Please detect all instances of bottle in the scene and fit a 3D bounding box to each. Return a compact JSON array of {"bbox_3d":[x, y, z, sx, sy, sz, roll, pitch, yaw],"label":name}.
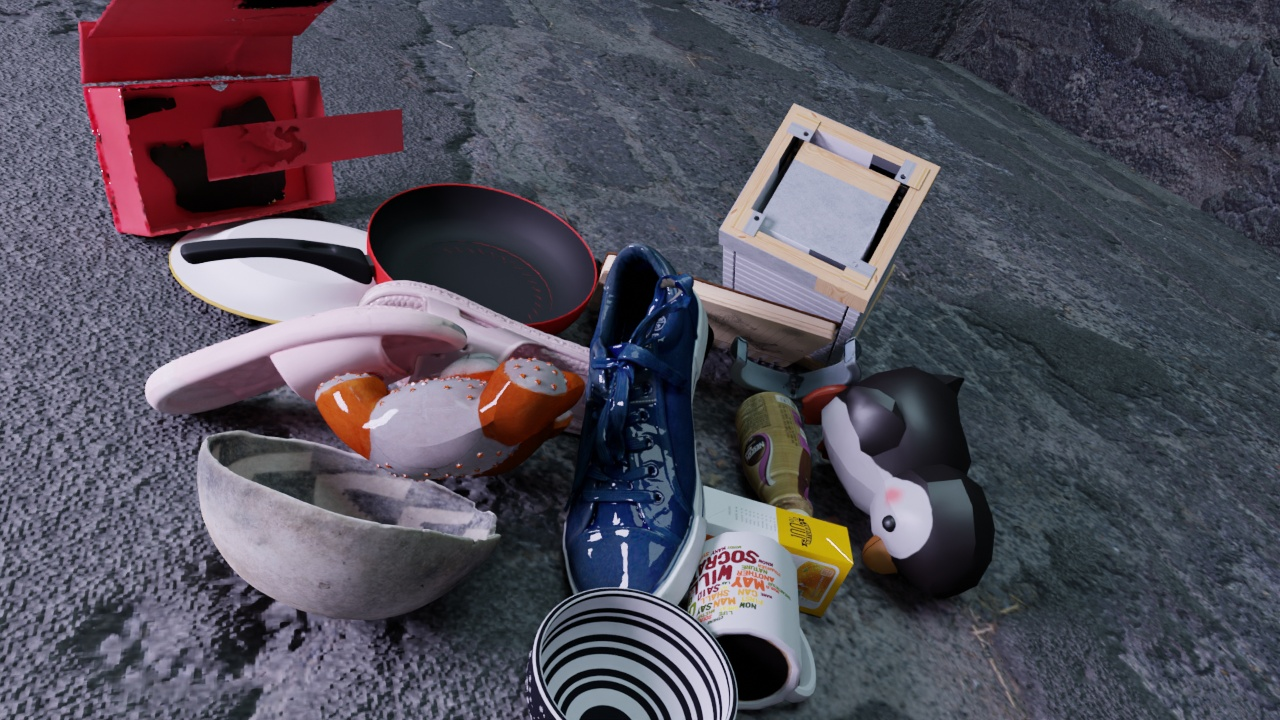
[{"bbox_3d":[0.118,0.095,0.778,0.059,0.060,0.165,14,32,-11],"label":"bottle"}]

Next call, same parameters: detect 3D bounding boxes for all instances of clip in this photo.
[{"bbox_3d":[0.166,0.014,0.826,0.159,0.030,0.173,-4,-21,24],"label":"clip"}]

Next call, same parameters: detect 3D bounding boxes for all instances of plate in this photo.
[{"bbox_3d":[-0.306,-0.093,0.848,0.229,0.021,0.229,13,27,-7],"label":"plate"}]

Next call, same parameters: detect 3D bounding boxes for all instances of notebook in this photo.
[{"bbox_3d":[0.063,-0.043,0.904,0.225,0.024,0.168,17,-12,-6],"label":"notebook"}]

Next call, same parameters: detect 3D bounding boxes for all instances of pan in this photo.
[{"bbox_3d":[-0.206,-0.083,0.806,0.355,0.067,0.208,-8,47,-32],"label":"pan"}]

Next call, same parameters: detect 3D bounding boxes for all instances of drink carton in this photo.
[{"bbox_3d":[0.088,0.142,0.686,0.122,0.059,0.040,17,31,-5],"label":"drink carton"}]

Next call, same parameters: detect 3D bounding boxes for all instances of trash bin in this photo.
[{"bbox_3d":[0.175,-0.105,0.917,0.142,0.142,0.247,28,-13,13],"label":"trash bin"}]

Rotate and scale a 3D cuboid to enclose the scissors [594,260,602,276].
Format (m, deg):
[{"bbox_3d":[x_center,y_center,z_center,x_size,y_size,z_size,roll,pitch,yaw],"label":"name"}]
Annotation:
[{"bbox_3d":[-0.031,-0.092,0.965,0.123,0.019,0.148,19,2,31],"label":"scissors"}]

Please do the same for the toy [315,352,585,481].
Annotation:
[{"bbox_3d":[-0.119,0.036,0.633,0.164,0.093,0.172,-8,-8,5],"label":"toy"}]

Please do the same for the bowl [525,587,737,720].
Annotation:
[{"bbox_3d":[-0.011,0.199,0.531,0.120,0.066,0.120,15,31,-9],"label":"bowl"}]

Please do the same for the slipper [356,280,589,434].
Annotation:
[{"bbox_3d":[-0.117,0.014,0.741,0.239,0.094,0.064,19,26,-14],"label":"slipper"}]

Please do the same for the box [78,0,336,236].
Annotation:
[{"bbox_3d":[-0.376,-0.273,0.828,0.121,0.319,0.210,34,33,22],"label":"box"}]

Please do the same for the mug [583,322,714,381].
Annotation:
[{"bbox_3d":[-0.005,0.005,0.815,0.121,0.095,0.085,-1,36,-30],"label":"mug"}]

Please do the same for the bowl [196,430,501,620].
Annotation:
[{"bbox_3d":[-0.180,0.106,0.544,0.178,0.081,0.178,21,-2,1],"label":"bowl"}]

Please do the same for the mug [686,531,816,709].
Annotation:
[{"bbox_3d":[0.079,0.182,0.616,0.105,0.074,0.089,41,27,-16],"label":"mug"}]

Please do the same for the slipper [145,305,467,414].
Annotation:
[{"bbox_3d":[-0.233,0.005,0.646,0.221,0.107,0.055,-13,79,-3],"label":"slipper"}]

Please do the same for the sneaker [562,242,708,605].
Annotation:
[{"bbox_3d":[-0.006,0.036,0.649,0.121,0.127,0.293,-7,56,20],"label":"sneaker"}]

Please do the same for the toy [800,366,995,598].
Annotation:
[{"bbox_3d":[0.235,0.102,0.758,0.140,0.159,0.183,-24,48,9],"label":"toy"}]
